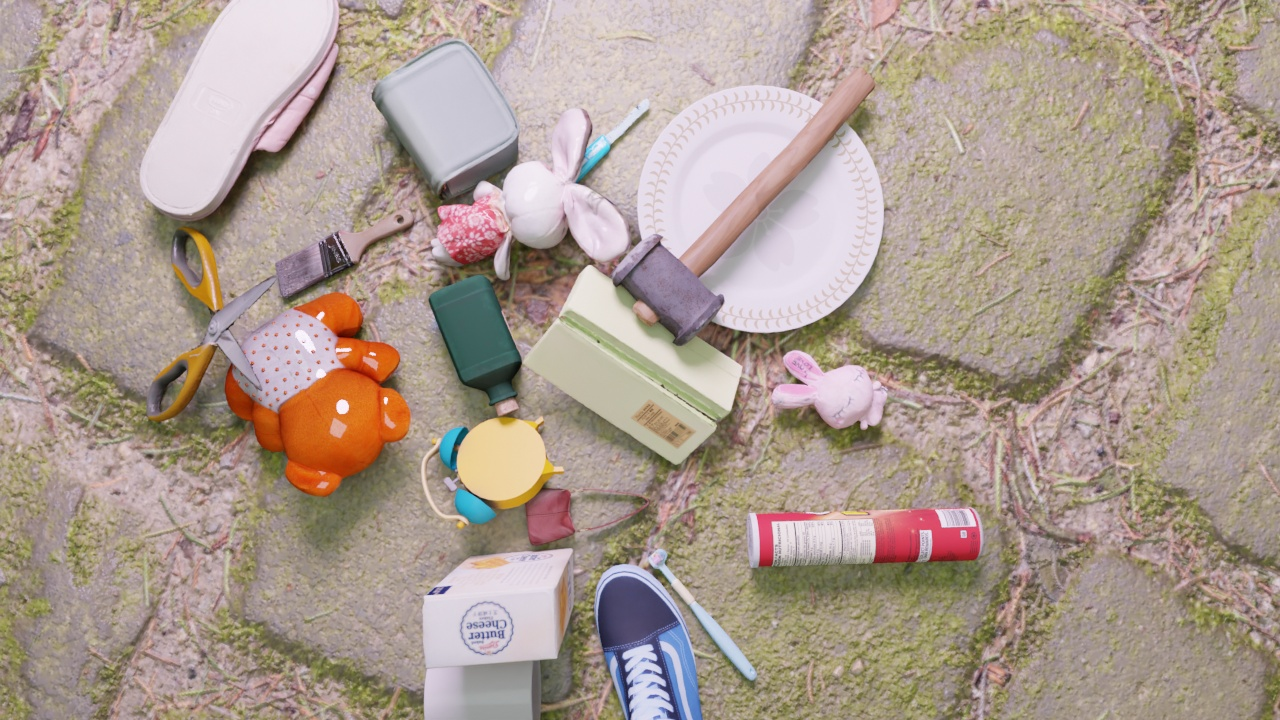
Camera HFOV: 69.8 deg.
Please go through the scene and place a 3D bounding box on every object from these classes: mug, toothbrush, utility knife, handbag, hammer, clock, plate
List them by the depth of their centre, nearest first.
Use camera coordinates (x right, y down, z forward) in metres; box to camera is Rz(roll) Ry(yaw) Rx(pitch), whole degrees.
[{"bbox_3d":[-0.146,0.297,0.866,0.097,0.079,0.111,-2,59,0],"label":"mug"},{"bbox_3d":[0.112,-0.156,0.867,0.098,0.052,0.328,44,81,-1],"label":"hammer"},{"bbox_3d":[-0.144,0.102,0.878,0.129,0.044,0.099,-20,64,-9],"label":"clock"},{"bbox_3d":[0.062,0.248,0.892,0.155,0.016,0.022,51,50,3],"label":"toothbrush"},{"bbox_3d":[-0.185,-0.233,0.893,0.106,0.067,0.122,-33,88,-10],"label":"handbag"},{"bbox_3d":[-0.051,0.146,0.895,0.119,0.029,0.055,-6,83,-5],"label":"handbag"},{"bbox_3d":[0.117,-0.147,0.896,0.242,0.016,0.242,0,87,-5],"label":"plate"},{"bbox_3d":[-0.051,-0.206,0.917,0.022,0.015,0.162,44,88,0],"label":"utility knife"}]

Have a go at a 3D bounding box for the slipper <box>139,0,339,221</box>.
[{"bbox_3d":[-0.389,-0.257,0.902,0.114,0.054,0.274,32,85,2],"label":"slipper"}]

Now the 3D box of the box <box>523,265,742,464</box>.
[{"bbox_3d":[-0.002,0.006,0.865,0.188,0.066,0.127,35,90,-12],"label":"box"}]

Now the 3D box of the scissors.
[{"bbox_3d":[-0.419,-0.027,0.876,0.230,0.016,0.225,-51,60,17],"label":"scissors"}]

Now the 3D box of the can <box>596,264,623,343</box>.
[{"bbox_3d":[-0.035,-0.050,0.900,0.032,0.032,0.095,37,88,2],"label":"can"}]

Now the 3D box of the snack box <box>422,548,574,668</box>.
[{"bbox_3d":[-0.115,0.209,0.798,0.104,0.208,0.057,-4,87,-1],"label":"snack box"}]

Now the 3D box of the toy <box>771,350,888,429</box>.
[{"bbox_3d":[0.185,0.031,0.888,0.110,0.047,0.063,16,78,4],"label":"toy"}]

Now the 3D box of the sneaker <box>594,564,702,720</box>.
[{"bbox_3d":[0.017,0.310,0.847,0.083,0.098,0.241,-16,87,-1],"label":"sneaker"}]

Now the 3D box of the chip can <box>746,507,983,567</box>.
[{"bbox_3d":[0.212,0.169,0.877,0.215,0.052,0.052,-2,87,0],"label":"chip can"}]

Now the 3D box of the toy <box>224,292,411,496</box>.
[{"bbox_3d":[-0.303,0.035,0.874,0.163,0.093,0.172,-38,75,-4],"label":"toy"}]

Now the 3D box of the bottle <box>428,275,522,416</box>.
[{"bbox_3d":[-0.151,-0.010,0.884,0.061,0.061,0.131,-22,87,-3],"label":"bottle"}]

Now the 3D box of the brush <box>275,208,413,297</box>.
[{"bbox_3d":[-0.295,-0.111,0.915,0.151,0.012,0.039,-26,87,-1],"label":"brush"}]

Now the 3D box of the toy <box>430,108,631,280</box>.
[{"bbox_3d":[-0.113,-0.138,0.870,0.194,0.084,0.159,-25,75,11],"label":"toy"}]
